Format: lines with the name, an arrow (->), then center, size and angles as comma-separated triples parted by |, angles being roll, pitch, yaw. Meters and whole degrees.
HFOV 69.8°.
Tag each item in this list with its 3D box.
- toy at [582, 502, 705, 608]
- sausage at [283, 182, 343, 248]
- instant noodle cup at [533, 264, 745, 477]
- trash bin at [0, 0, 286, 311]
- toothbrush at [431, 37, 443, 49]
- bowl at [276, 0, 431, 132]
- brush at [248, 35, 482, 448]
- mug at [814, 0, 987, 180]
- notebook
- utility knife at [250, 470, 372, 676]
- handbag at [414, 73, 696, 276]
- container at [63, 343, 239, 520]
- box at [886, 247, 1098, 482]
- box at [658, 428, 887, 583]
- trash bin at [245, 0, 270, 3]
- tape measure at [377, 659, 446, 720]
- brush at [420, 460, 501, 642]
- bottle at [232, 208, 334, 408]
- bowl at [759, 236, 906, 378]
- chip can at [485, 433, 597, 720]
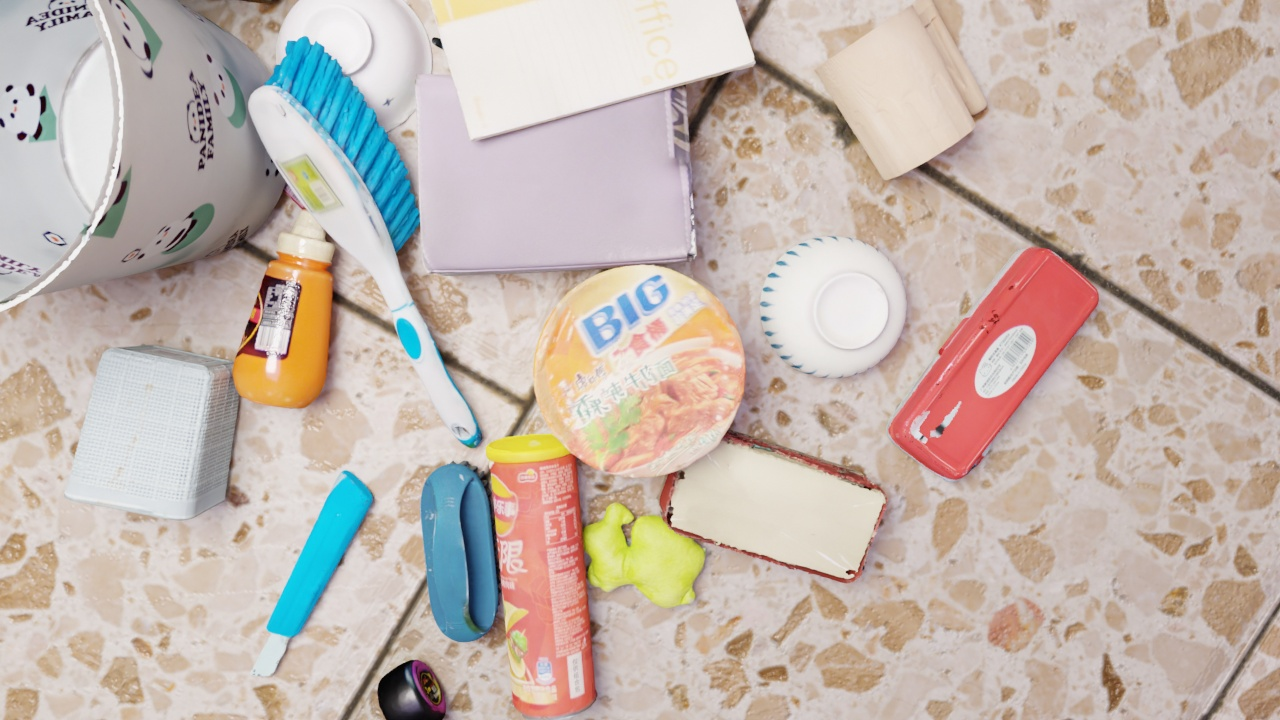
toy -> 0.004, 0.160, 0.752 | 0.100, 0.031, 0.097 | -13, 95, -3
sausage -> -0.262, -0.131, 0.708 | 0.020, 0.020, 0.156 | -44, 97, 0
instant noodle cup -> -0.004, 0.004, 0.695 | 0.151, 0.111, 0.151 | 0, 96, -5
trash bin -> -0.357, -0.150, 0.570 | 0.229, 0.251, 0.229 | 1, 99, 3
toothbrush -> -0.074, -0.212, 0.717 | 0.189, 0.014, 0.016 | 24, 131, -5
bowl -> -0.219, -0.230, 0.679 | 0.118, 0.064, 0.118 | 0, 95, -4
brush -> -0.188, -0.075, 0.687 | 0.061, 0.109, 0.315 | -13, 129, 19
mug -> 0.210, -0.215, 0.715 | 0.124, 0.084, 0.103 | -38, 100, -27
notebook -> -0.038, -0.246, 0.638 | 0.206, 0.010, 0.146 | -16, 86, -6
utility knife -> -0.268, 0.177, 0.739 | 0.034, 0.018, 0.185 | 29, 93, 5
handbag -> -0.062, -0.138, 0.681 | 0.197, 0.098, 0.145 | -2, 98, -1
container -> -0.356, 0.050, 0.686 | 0.090, 0.090, 0.111 | 13, 91, -6
box -> 0.291, 0.005, 0.760 | 0.087, 0.047, 0.201 | 37, 92, -8
box -> 0.105, 0.112, 0.733 | 0.168, 0.077, 0.091 | 18, 95, -7
trash bin -> -0.327, -0.370, 0.601 | 0.198, 0.199, 0.220 | 8, 101, -4
tape measure -> -0.184, 0.273, 0.736 | 0.039, 0.057, 0.058 | -31, 106, 0
brush -> -0.143, 0.153, 0.719 | 0.055, 0.073, 0.144 | -4, 96, 0
bottle -> -0.263, -0.041, 0.694 | 0.066, 0.067, 0.149 | 12, 93, -6
bowl -> 0.158, -0.041, 0.727 | 0.116, 0.066, 0.116 | 0, 96, -4
chip can -> -0.076, 0.169, 0.727 | 0.073, 0.073, 0.216 | -6, 96, -4
